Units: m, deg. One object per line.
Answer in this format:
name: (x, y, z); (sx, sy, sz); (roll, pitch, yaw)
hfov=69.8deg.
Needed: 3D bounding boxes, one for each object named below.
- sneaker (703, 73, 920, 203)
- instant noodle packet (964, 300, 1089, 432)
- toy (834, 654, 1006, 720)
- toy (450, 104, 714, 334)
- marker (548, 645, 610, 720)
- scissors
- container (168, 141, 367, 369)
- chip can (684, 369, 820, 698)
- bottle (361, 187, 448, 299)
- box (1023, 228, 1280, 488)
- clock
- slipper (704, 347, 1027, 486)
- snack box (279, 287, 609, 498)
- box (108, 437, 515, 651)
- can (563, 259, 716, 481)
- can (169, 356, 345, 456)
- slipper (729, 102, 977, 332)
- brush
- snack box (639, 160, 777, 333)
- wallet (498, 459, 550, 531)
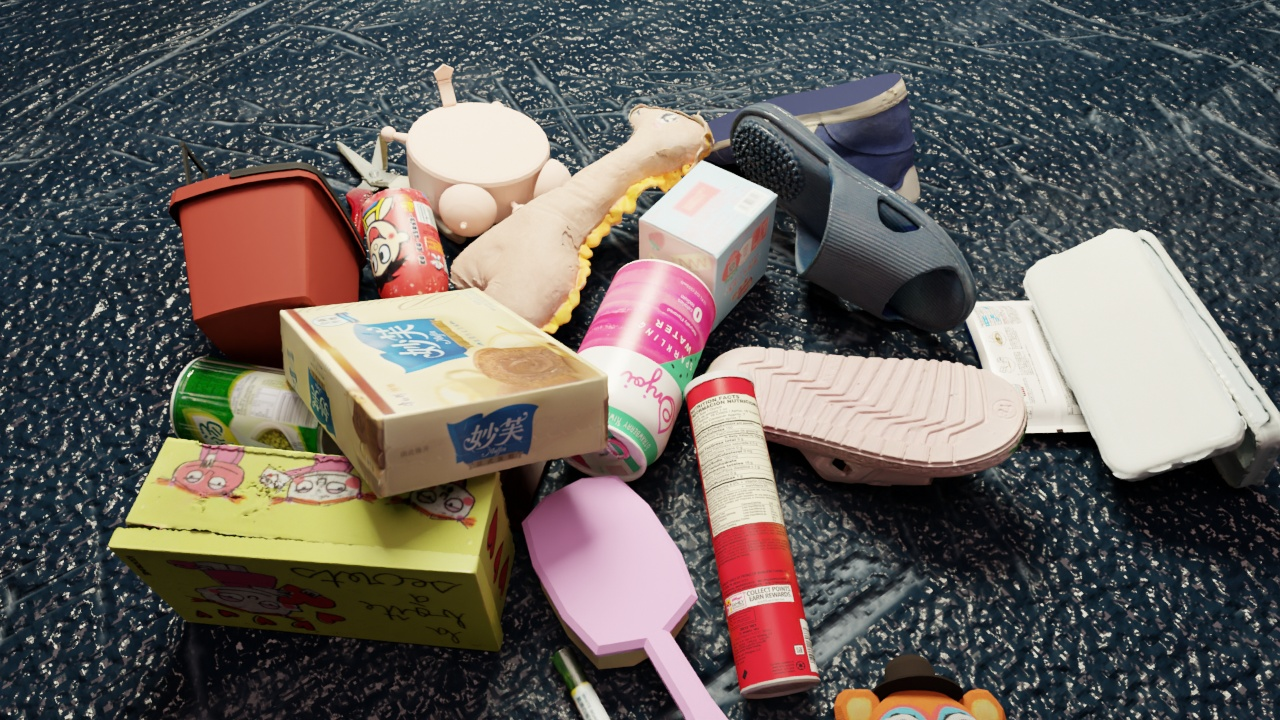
sneaker: (0.156, -0.183, 0.871); (0.234, 0.118, 0.091); (-4, 34, 41)
instant noodle packet: (0.316, 0.002, 0.742); (0.087, 0.026, 0.134); (-1, 52, -1)
toy: (0.164, 0.254, 0.511); (0.112, 0.096, 0.175); (-2, 41, -1)
toy: (-0.033, -0.111, 0.784); (0.264, 0.065, 0.196); (-32, 60, -6)
marker: (-0.016, 0.241, 0.562); (0.017, 0.017, 0.146); (-24, 56, -18)
scissors: (-0.238, -0.149, 0.868); (0.179, 0.015, 0.196); (13, 54, 11)
container: (-0.299, -0.100, 0.741); (0.127, 0.148, 0.200); (-13, 64, -2)
chip can: (0.072, 0.112, 0.620); (0.052, 0.052, 0.214); (-6, 61, -5)
bottle: (-0.195, -0.075, 0.779); (0.062, 0.062, 0.137); (-14, 67, -11)
box: (0.397, 0.003, 0.713); (0.130, 0.105, 0.210); (-22, 51, 22)
clock: (-0.149, -0.192, 0.855); (0.130, 0.086, 0.160); (-22, 62, -27)
slipper: (0.159, 0.046, 0.687); (0.240, 0.064, 0.094); (9, 53, 29)
snack box: (-0.138, 0.010, 0.620); (0.153, 0.055, 0.207); (-10, 25, -33)
box: (-0.196, 0.122, 0.591); (0.221, 0.125, 0.082); (7, 52, 3)
can: (-0.004, 0.004, 0.701); (0.088, 0.088, 0.165); (15, 53, 12)
can: (-0.280, 0.038, 0.689); (0.121, 0.067, 0.067); (9, 52, 6)
slipper: (0.154, -0.108, 0.766); (0.082, 0.101, 0.263); (-35, 71, -26)
brush: (0.004, 0.177, 0.594); (0.089, 0.043, 0.228); (-25, 56, -18)
snack box: (0.055, -0.096, 0.776); (0.079, 0.095, 0.092); (30, 58, 22)
wallet: (-0.113, 0.068, 0.699); (0.091, 0.018, 0.115); (14, 55, 10)
